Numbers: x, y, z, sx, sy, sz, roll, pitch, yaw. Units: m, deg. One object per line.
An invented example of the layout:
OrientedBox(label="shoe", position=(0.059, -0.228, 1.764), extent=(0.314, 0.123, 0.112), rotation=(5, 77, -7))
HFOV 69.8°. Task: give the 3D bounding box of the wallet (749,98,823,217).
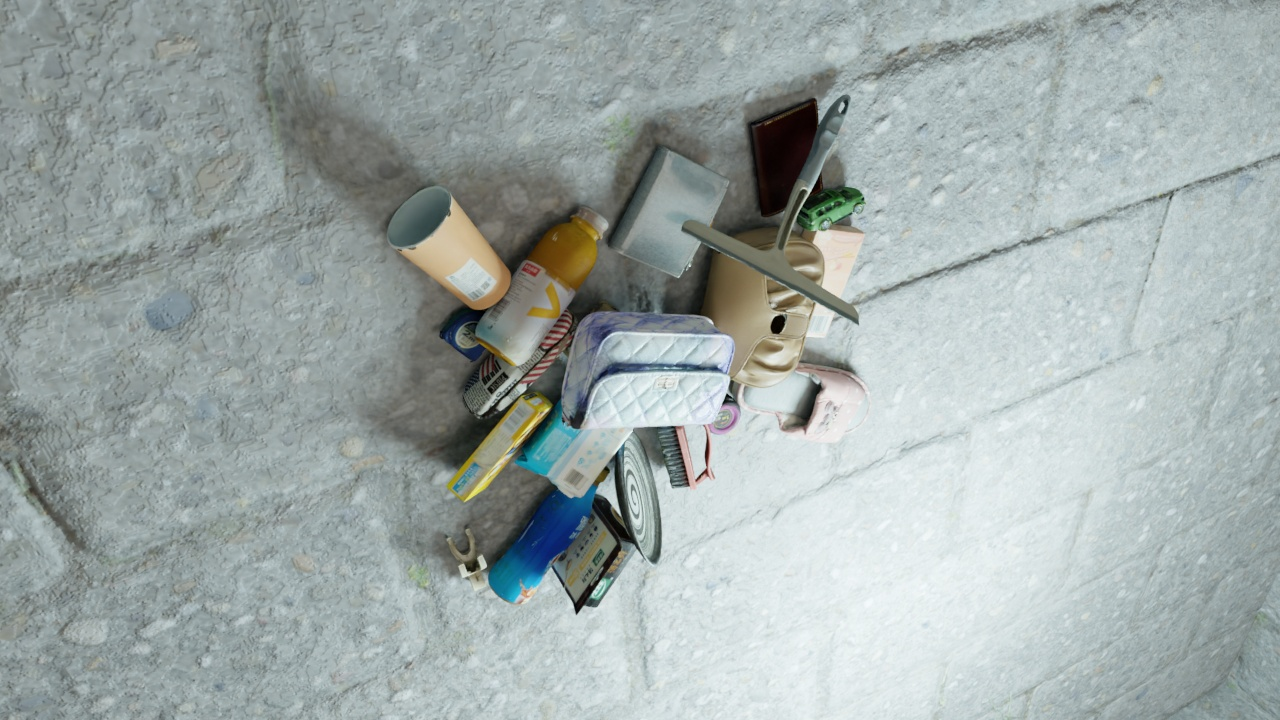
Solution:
OrientedBox(label="wallet", position=(0.179, -0.243, 1.106), extent=(0.096, 0.020, 0.122), rotation=(-27, 129, -19))

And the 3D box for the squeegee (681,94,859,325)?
OrientedBox(label="squeegee", position=(0.193, -0.203, 1.085), extent=(0.246, 0.039, 0.246), rotation=(25, 82, -16))

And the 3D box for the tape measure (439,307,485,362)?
OrientedBox(label="tape measure", position=(-0.189, -0.032, 1.020), extent=(0.054, 0.025, 0.058), rotation=(-46, 135, 1))

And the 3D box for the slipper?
OrientedBox(label="slipper", position=(0.245, 0.059, 1.319), extent=(0.274, 0.054, 0.114), rotation=(17, 109, -37))

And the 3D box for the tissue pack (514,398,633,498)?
OrientedBox(label="tissue pack", position=(-0.079, 0.096, 1.133), extent=(0.090, 0.063, 0.140), rotation=(35, 97, -17))

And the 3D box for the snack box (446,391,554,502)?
OrientedBox(label="snack box", position=(-0.164, 0.100, 1.085), extent=(0.034, 0.087, 0.140), rotation=(43, 96, 3))

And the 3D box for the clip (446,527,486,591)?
OrientedBox(label="clip", position=(-0.215, 0.269, 1.176), extent=(0.035, 0.092, 0.103), rotation=(-22, 117, -18))

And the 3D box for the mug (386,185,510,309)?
OrientedBox(label="mug", position=(-0.189, -0.109, 0.940), extent=(0.078, 0.078, 0.123), rotation=(-42, 136, 0))

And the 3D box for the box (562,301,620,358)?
OrientedBox(label="box", position=(-0.007, 0.007, 1.133), extent=(0.184, 0.059, 0.090), rotation=(32, 101, -39))

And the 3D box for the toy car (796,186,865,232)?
OrientedBox(label="toy car", position=(0.240, -0.194, 1.158), extent=(0.091, 0.043, 0.036), rotation=(-25, 129, -15))

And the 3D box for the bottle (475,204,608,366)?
OrientedBox(label="bottle", position=(-0.103, -0.084, 0.998), extent=(0.189, 0.068, 0.068), rotation=(-55, 132, -7))

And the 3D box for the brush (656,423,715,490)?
OrientedBox(label="brush", position=(0.064, 0.120, 1.240), extent=(0.069, 0.063, 0.146), rotation=(-11, 129, 4))

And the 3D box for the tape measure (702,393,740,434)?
OrientedBox(label="tape measure", position=(0.106, 0.070, 1.255), extent=(0.057, 0.039, 0.058), rotation=(-36, 126, -6))

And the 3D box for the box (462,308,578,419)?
OrientedBox(label="box", position=(-0.135, 0.003, 1.050), extent=(0.164, 0.071, 0.057), rotation=(-42, 111, 3))

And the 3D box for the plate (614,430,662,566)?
OrientedBox(label="plate", position=(-0.007, 0.176, 1.183), extent=(0.024, 0.179, 0.179), rotation=(-12, 130, 11))

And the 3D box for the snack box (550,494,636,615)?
OrientedBox(label="snack box", position=(-0.064, 0.257, 1.217), extent=(0.053, 0.125, 0.113), rotation=(23, 106, -41))

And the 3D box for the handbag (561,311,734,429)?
OrientedBox(label="handbag", position=(0.011, 0.016, 1.061), extent=(0.193, 0.075, 0.134), rotation=(0, 119, -30))

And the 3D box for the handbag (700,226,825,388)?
OrientedBox(label="handbag", position=(0.148, -0.063, 1.149), extent=(0.147, 0.099, 0.205), rotation=(1, 116, -22))

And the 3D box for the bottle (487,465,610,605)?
OrientedBox(label="bottle", position=(-0.115, 0.221, 1.203), extent=(0.065, 0.065, 0.219), rotation=(29, 102, -40))

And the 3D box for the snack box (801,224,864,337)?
OrientedBox(label="snack box", position=(0.234, -0.105, 1.223), extent=(0.084, 0.026, 0.157), rotation=(1, 119, -31))

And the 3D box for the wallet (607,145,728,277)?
OrientedBox(label="wallet", position=(0.035, -0.169, 1.058), extent=(0.106, 0.037, 0.130), rotation=(20, 106, -27))
